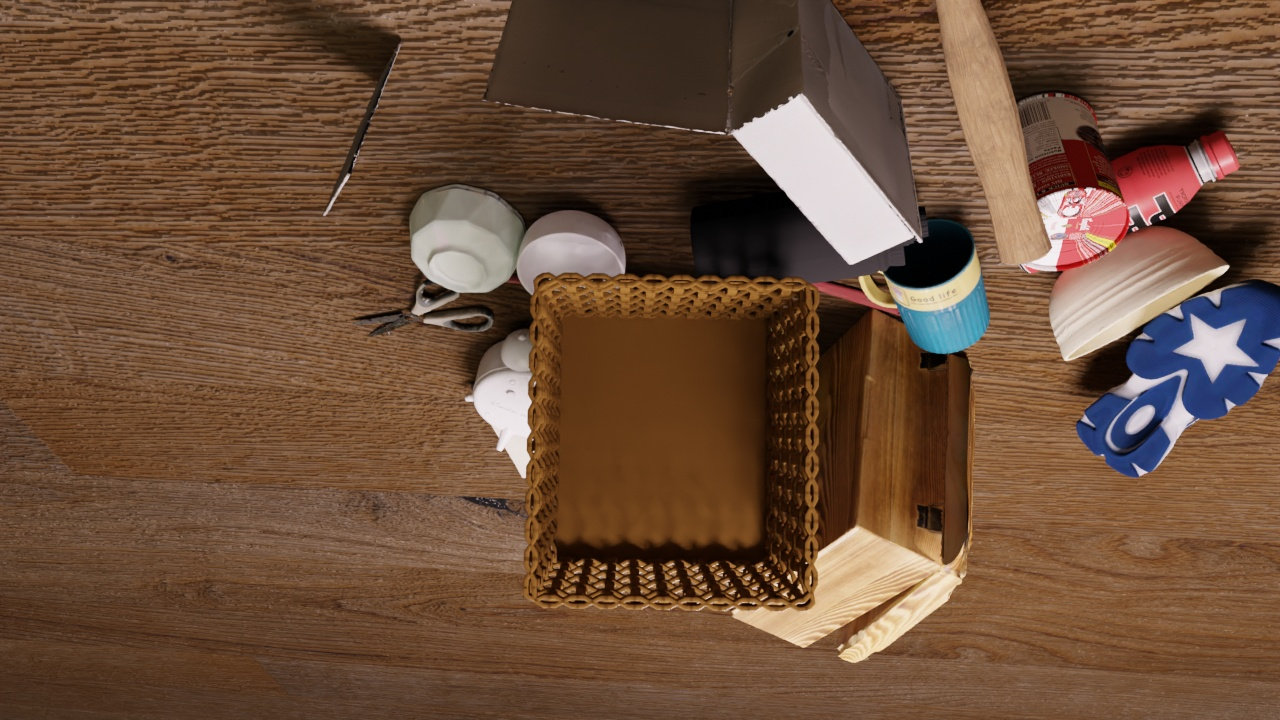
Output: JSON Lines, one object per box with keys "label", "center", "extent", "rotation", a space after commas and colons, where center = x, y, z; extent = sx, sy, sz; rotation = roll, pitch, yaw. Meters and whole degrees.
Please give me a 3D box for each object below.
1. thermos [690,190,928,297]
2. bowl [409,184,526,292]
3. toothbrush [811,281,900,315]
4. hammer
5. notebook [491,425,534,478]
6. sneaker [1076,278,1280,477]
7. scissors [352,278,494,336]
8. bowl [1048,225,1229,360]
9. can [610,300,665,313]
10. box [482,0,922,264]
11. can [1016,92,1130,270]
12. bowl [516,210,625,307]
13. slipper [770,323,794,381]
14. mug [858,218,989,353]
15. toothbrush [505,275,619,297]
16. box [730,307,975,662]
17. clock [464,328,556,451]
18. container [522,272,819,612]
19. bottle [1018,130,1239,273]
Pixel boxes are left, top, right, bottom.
{"label": "thermos", "center": [0.151, -0.111, 0.816], "extent": [0.199, 0.086, 0.086], "rotation": [-8, 140, 16]}
{"label": "bowl", "center": [-0.170, -0.106, 0.886], "extent": [0.117, 0.061, 0.118], "rotation": [4, 141, 3]}
{"label": "toothbrush", "center": [0.183, -0.071, 0.919], "extent": [0.190, 0.016, 0.016], "rotation": [14, 141, -11]}
{"label": "hammer", "center": [0.231, -0.207, 0.624], "extent": [0.133, 0.040, 0.305], "rotation": [-11, 114, 31]}
{"label": "notebook", "center": [-0.077, 0.102, 1.179], "extent": [0.209, 0.012, 0.153], "rotation": [-5, 140, 13]}
{"label": "sneaker", "center": [0.546, 0.003, 0.899], "extent": [0.132, 0.103, 0.270], "rotation": [-32, 153, -25]}
{"label": "scissors", "center": [-0.241, -0.054, 0.998], "extent": [0.163, 0.012, 0.155], "rotation": [10, 148, -6]}
{"label": "bowl", "center": [0.430, -0.070, 0.823], "extent": [0.150, 0.075, 0.151], "rotation": [-24, 161, -9]}
{"label": "can", "center": [-0.006, 0.006, 0.985], "extent": [0.088, 0.087, 0.140], "rotation": [0, 142, 7]}
{"label": "box", "center": [-0.001, -0.229, 0.618], "extent": [0.478, 0.166, 0.119], "rotation": [21, 140, -19]}
{"label": "can", "center": [0.328, -0.143, 0.728], "extent": [0.086, 0.116, 0.087], "rotation": [4, 142, 3]}
{"label": "bowl", "center": [-0.065, -0.102, 0.884], "extent": [0.105, 0.054, 0.105], "rotation": [2, 141, 2]}
{"label": "slipper", "center": [0.111, 0.022, 1.011], "extent": [0.081, 0.091, 0.191], "rotation": [35, 141, 28]}
{"label": "mug", "center": [0.267, -0.070, 0.869], "extent": [0.114, 0.083, 0.107], "rotation": [8, 152, 35]}
{"label": "toothbrush", "center": [-0.102, -0.081, 0.947], "extent": [0.184, 0.015, 0.016], "rotation": [5, 139, 3]}
{"label": "box", "center": [0.232, 0.127, 0.950], "extent": [0.168, 0.278, 0.246], "rotation": [25, 139, -7]}
{"label": "clock", "center": [-0.127, 0.037, 1.050], "extent": [0.125, 0.072, 0.161], "rotation": [23, 138, -19]}
{"label": "container", "center": [0.023, 0.068, 0.795], "extent": [0.219, 0.251, 0.214], "rotation": [1, 176, -1]}
{"label": "bottle", "center": [0.400, -0.136, 0.772], "extent": [0.177, 0.062, 0.062], "rotation": [-25, 133, 34]}
